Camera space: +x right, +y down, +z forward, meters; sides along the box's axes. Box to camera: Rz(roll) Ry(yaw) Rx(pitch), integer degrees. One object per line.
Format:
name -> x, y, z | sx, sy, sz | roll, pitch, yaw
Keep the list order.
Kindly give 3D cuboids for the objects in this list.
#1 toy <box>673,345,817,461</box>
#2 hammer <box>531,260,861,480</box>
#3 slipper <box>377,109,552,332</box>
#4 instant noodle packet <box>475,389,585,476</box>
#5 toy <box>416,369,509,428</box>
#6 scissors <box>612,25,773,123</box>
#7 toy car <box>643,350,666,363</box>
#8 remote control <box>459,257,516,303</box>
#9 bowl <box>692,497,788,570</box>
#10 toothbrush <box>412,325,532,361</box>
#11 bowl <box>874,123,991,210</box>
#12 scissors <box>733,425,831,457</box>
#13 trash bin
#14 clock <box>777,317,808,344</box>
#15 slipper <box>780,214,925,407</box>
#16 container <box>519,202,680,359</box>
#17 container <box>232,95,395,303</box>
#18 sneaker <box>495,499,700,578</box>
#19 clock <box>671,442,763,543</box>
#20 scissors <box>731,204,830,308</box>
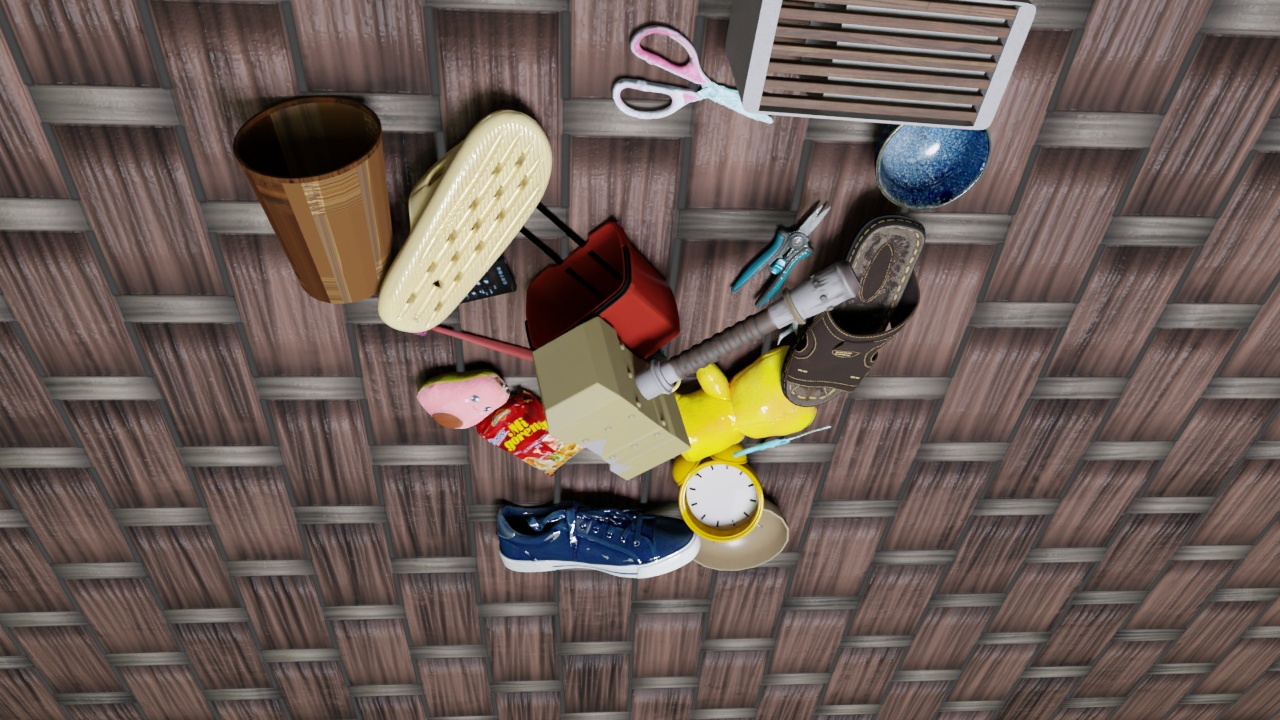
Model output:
toy -> 0.120, 0.059, 1.147 | 0.194, 0.087, 0.134 | -17, 127, 7
hammer -> 0.072, -0.011, 0.941 | 0.325, 0.100, 0.190 | -28, 145, 17
slipper -> -0.188, -0.145, 0.941 | 0.111, 0.079, 0.262 | 20, 112, -46
instant noodle packet -> -0.138, 0.095, 1.194 | 0.099, 0.039, 0.135 | -32, 128, 31
toy -> -0.215, 0.043, 1.130 | 0.110, 0.051, 0.090 | -24, 131, 15
scissors -> 0.056, -0.257, 0.909 | 0.178, 0.016, 0.103 | 18, 127, -24
toy car -> -0.007, 0.006, 1.106 | 0.092, 0.037, 0.040 | -1, 141, -51
remote control -> -0.217, -0.085, 1.036 | 0.150, 0.022, 0.047 | -11, 133, 8
bowl -> 0.137, 0.242, 1.340 | 0.152, 0.050, 0.153 | -2, 132, -2
toothbrush -> -0.186, -0.018, 1.101 | 0.189, 0.016, 0.017 | 16, 133, -19
bowl -> 0.288, -0.216, 0.930 | 0.114, 0.060, 0.115 | -2, 131, -2
scissors -> 0.175, 0.106, 1.191 | 0.133, 0.015, 0.135 | -13, 166, -25
trash bin -> 0.203, -0.292, 0.817 | 0.229, 0.114, 0.115 | 2, 132, -7
clock -> 0.224, -0.058, 1.081 | 0.119, 0.042, 0.095 | 3, 133, -7
slipper -> 0.237, -0.039, 1.017 | 0.113, 0.075, 0.269 | 11, 129, -14
container -> -0.066, -0.079, 0.991 | 0.148, 0.126, 0.200 | -34, 133, 24
container -> -0.306, -0.151, 0.903 | 0.132, 0.132, 0.168 | -2, 138, -3
sneaker -> -0.066, 0.230, 1.270 | 0.295, 0.120, 0.127 | -1, 124, 12
clock -> 0.105, 0.173, 1.247 | 0.114, 0.052, 0.152 | -20, 94, 12
scissors -> 0.163, -0.114, 1.039 | 0.127, 0.019, 0.142 | -6, 126, 8
